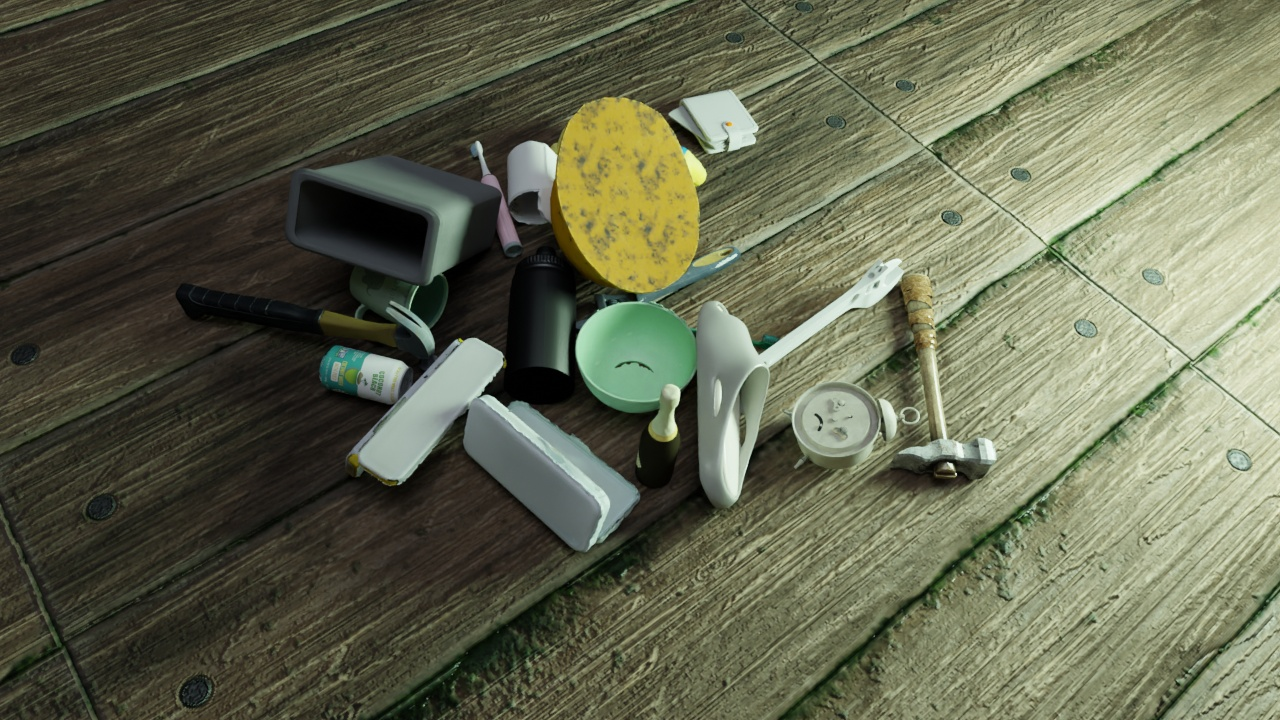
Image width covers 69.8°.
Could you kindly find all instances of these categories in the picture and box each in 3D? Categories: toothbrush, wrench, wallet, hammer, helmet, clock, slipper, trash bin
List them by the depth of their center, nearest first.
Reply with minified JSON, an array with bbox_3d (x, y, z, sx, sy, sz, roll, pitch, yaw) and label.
[{"bbox_3d":[0.118,0.046,1.097,0.081,0.113,0.265,-11,55,24],"label":"slipper"},{"bbox_3d":[0.259,0.081,1.118,0.157,0.061,0.103,-10,55,7],"label":"clock"},{"bbox_3d":[-0.414,-0.051,1.130,0.333,0.118,0.025,10,54,8],"label":"hammer"},{"bbox_3d":[-0.304,-0.186,1.167,0.192,0.098,0.219,18,21,6],"label":"trash bin"},{"bbox_3d":[0.375,0.012,1.197,0.121,0.049,0.318,4,54,0],"label":"hammer"},{"bbox_3d":[-0.041,-0.200,1.215,0.205,0.132,0.255,-1,81,-31],"label":"helmet"},{"bbox_3d":[0.091,-0.037,1.216,0.190,0.016,0.017,10,58,1],"label":"toothbrush"},{"bbox_3d":[0.246,-0.054,1.221,0.273,0.087,0.018,-35,66,-14],"label":"wrench"},{"bbox_3d":[0.025,-0.098,1.241,0.272,0.022,0.073,-26,45,-23],"label":"wrench"},{"bbox_3d":[-0.210,-0.237,1.316,0.027,0.027,0.222,-32,58,14],"label":"toothbrush"},{"bbox_3d":[0.109,-0.371,1.431,0.115,0.038,0.118,-16,56,-16],"label":"wallet"}]

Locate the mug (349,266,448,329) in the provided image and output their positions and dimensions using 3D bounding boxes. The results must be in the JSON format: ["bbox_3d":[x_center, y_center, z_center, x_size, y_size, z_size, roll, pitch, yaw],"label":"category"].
[{"bbox_3d":[-0.318,-0.077,1.172,0.104,0.084,0.111,21,85,17],"label":"mug"}]

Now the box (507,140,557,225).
[{"bbox_3d":[-0.144,-0.230,1.280,0.093,0.083,0.165,-18,56,22],"label":"box"}]

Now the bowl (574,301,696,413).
[{"bbox_3d":[-0.007,0.007,1.140,0.151,0.077,0.150,3,56,-4],"label":"bowl"}]

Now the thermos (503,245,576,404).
[{"bbox_3d":[-0.124,-0.051,1.162,0.086,0.086,0.198,2,56,-5],"label":"thermos"}]

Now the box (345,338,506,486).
[{"bbox_3d":[-0.254,0.056,1.071,0.117,0.057,0.209,1,42,46],"label":"box"}]

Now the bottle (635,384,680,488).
[{"bbox_3d":[0.024,0.083,1.027,0.045,0.185,0.045,3,56,-4],"label":"bottle"}]

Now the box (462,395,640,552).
[{"bbox_3d":[-0.095,0.112,1.070,0.215,0.106,0.126,39,38,20],"label":"box"}]

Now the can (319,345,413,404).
[{"bbox_3d":[-0.333,0.018,1.114,0.101,0.055,0.054,14,56,3],"label":"can"}]

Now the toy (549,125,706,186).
[{"bbox_3d":[-0.022,-0.300,1.342,0.214,0.084,0.148,34,58,13],"label":"toy"}]
